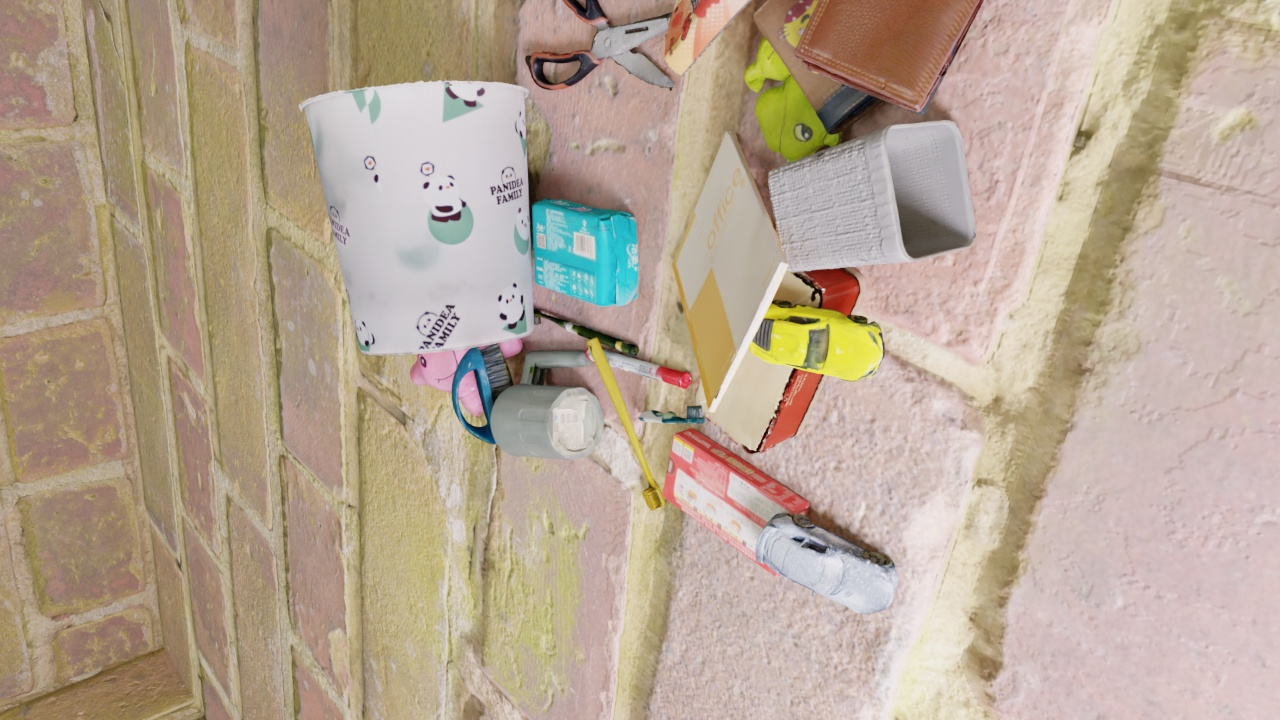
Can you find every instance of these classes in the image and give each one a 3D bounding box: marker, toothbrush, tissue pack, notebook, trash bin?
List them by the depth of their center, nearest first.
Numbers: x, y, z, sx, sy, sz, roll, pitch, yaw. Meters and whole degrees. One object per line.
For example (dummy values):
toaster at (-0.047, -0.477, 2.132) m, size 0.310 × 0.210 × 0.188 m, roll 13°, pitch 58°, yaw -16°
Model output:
notebook at (0.067, -0.078, 0.748) m, size 0.206 × 0.010 × 0.146 m, roll -99°, pitch 25°, yaw -49°
toothbrush at (0.026, 0.050, 0.858) m, size 0.192 × 0.016 × 0.018 m, roll 170°, pitch 96°, yaw -75°
tissue pack at (-0.060, -0.111, 0.932) m, size 0.134 × 0.050 × 0.093 m, roll 21°, pitch 119°, yaw 43°
marker at (-0.006, 0.005, 0.934) m, size 0.145 × 0.017 × 0.017 m, roll 16°, pitch 114°, yaw 45°
toothbrush at (-0.017, 0.067, 0.951) m, size 0.016 × 0.016 × 0.190 m, roll -19°, pitch 94°, yaw 52°
trash bin at (-0.214, -0.143, 0.953) m, size 0.230 × 0.229 × 0.252 m, roll 4°, pitch 103°, yaw 48°
toothbrush at (-0.067, -0.030, 0.996) m, size 0.186 × 0.012 × 0.017 m, roll 20°, pitch 122°, yaw 43°

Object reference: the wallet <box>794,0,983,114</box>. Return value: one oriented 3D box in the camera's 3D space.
wallet at (0.174, -0.237, 0.610) m, size 0.101 × 0.032 × 0.125 m, roll 33°, pitch 105°, yaw 25°

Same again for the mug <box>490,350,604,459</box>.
mug at (-0.099, 0.048, 1.015) m, size 0.104 × 0.083 × 0.124 m, roll 0°, pitch 77°, yaw 47°

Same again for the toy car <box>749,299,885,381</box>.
toy car at (0.126, -0.014, 0.677) m, size 0.105 × 0.032 × 0.048 m, roll 13°, pitch 113°, yaw 28°

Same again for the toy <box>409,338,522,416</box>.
toy at (-0.242, -0.022, 1.138) m, size 0.178 × 0.074 × 0.195 m, roll 43°, pitch 131°, yaw 4°

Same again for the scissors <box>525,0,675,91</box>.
scissors at (-0.045, -0.309, 0.878) m, size 0.190 × 0.015 × 0.226 m, roll -45°, pitch 68°, yaw 45°

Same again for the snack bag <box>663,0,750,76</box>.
snack bag at (0.092, -0.315, 0.674) m, size 0.208 × 0.073 × 0.128 m, roll -30°, pitch 44°, yaw 45°

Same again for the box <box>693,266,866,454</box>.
box at (0.105, -0.011, 0.759) m, size 0.091 × 0.078 × 0.169 m, roll 40°, pitch 128°, yaw 32°

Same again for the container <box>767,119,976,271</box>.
container at (0.161, -0.112, 0.658) m, size 0.114 × 0.090 × 0.090 m, roll -4°, pitch 98°, yaw 52°

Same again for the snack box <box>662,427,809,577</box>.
snack box at (0.086, 0.131, 0.865) m, size 0.153 × 0.025 × 0.075 m, roll 31°, pitch 124°, yaw 39°

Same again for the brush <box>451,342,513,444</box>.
brush at (-0.184, 0.044, 1.079) m, size 0.055 × 0.073 × 0.144 m, roll -120°, pitch 18°, yaw -45°

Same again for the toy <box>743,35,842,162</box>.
toy at (0.119, -0.205, 0.716) m, size 0.097 × 0.031 × 0.100 m, roll 19°, pitch 110°, yaw 39°

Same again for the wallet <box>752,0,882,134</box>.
wallet at (0.144, -0.235, 0.664) m, size 0.090 × 0.033 × 0.115 m, roll -37°, pitch 71°, yaw 25°

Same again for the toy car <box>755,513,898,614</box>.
toy car at (0.156, 0.173, 0.776) m, size 0.121 × 0.036 × 0.054 m, roll 22°, pitch 118°, yaw 21°
